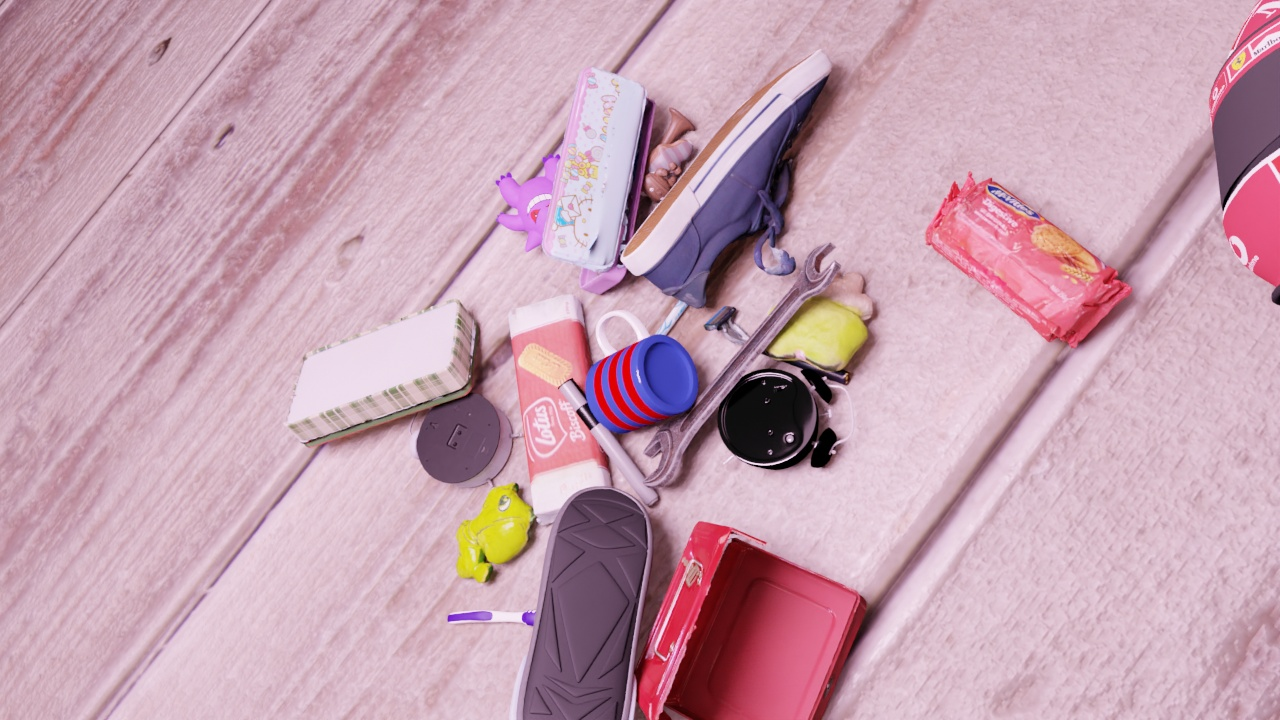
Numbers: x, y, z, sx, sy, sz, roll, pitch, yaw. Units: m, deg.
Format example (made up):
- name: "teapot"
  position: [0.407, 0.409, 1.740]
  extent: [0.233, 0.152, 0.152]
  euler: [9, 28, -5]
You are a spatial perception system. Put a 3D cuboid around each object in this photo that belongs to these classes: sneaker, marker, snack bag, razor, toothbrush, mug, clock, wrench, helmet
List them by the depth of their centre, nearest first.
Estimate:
- name: "helmet"
  position: [0.543, -0.196, 0.668]
  extent: [0.271, 0.197, 0.224]
  euler: [-26, 63, 20]
- name: "snack bag"
  position: [0.320, -0.087, 0.782]
  extent: [0.082, 0.082, 0.176]
  euler: [-43, 61, 2]
- name: "sneaker"
  position: [-0.051, 0.246, 0.783]
  extent: [0.093, 0.161, 0.256]
  euler: [11, 49, -2]
- name: "wrench"
  position: [0.086, 0.007, 0.820]
  extent: [0.274, 0.010, 0.070]
  euler: [-51, 24, 15]
- name: "clock"
  position: [0.130, 0.055, 0.821]
  extent: [0.121, 0.042, 0.091]
  euler: [-10, 67, 18]
- name: "mug"
  position: [-0.005, 0.005, 0.851]
  extent: [0.076, 0.074, 0.112]
  euler: [-24, 83, 45]
- name: "toothbrush"
  position: [-0.099, 0.241, 0.857]
  extent: [0.187, 0.015, 0.016]
  euler: [-4, 70, 21]
- name: "razor"
  position: [0.129, -0.009, 0.860]
  extent: [0.144, 0.022, 0.042]
  euler: [27, 45, 23]
- name: "marker"
  position: [-0.030, 0.077, 0.864]
  extent: [0.016, 0.016, 0.140]
  euler: [-38, 84, 4]
- name: "sneaker"
  position: [0.116, -0.171, 0.897]
  extent: [0.127, 0.121, 0.294]
  euler: [39, 80, -14]
- name: "snack bag"
  position: [-0.082, 0.044, 0.911]
  extent: [0.077, 0.041, 0.225]
  euler: [-16, 64, 13]
- name: "marker"
  position: [0.010, -0.013, 0.911]
  extent: [0.013, 0.013, 0.141]
  euler: [34, 85, 28]
- name: "clock"
  position: [-0.187, 0.079, 0.941]
  extent: [0.123, 0.035, 0.094]
  euler: [22, 80, 27]

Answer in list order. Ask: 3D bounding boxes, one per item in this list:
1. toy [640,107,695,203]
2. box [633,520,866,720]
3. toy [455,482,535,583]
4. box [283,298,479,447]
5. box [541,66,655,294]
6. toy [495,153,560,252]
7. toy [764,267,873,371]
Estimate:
- name: "toy"
  position: [0.025, -0.210, 0.963]
  extent: [0.102, 0.041, 0.055]
  euler: [-55, 40, 4]
- name: "box"
  position: [0.092, 0.230, 0.739]
  extent: [0.165, 0.152, 0.157]
  euler: [26, 82, -10]
- name: "toy"
  position: [-0.144, 0.168, 0.892]
  extent: [0.094, 0.036, 0.094]
  euler: [-14, 65, 24]
- name: "box"
  position: [-0.272, 0.015, 0.970]
  extent: [0.206, 0.050, 0.117]
  euler: [-20, 43, 13]
- name: "box"
  position: [-0.050, -0.184, 0.934]
  extent: [0.090, 0.092, 0.214]
  euler: [-22, 54, 61]
- name: "toy"
  position: [-0.103, -0.163, 0.988]
  extent: [0.106, 0.056, 0.088]
  euler: [-23, 67, 1]
- name: "toy"
  position: [0.166, -0.041, 0.836]
  extent: [0.092, 0.043, 0.117]
  euler: [14, 55, 24]
